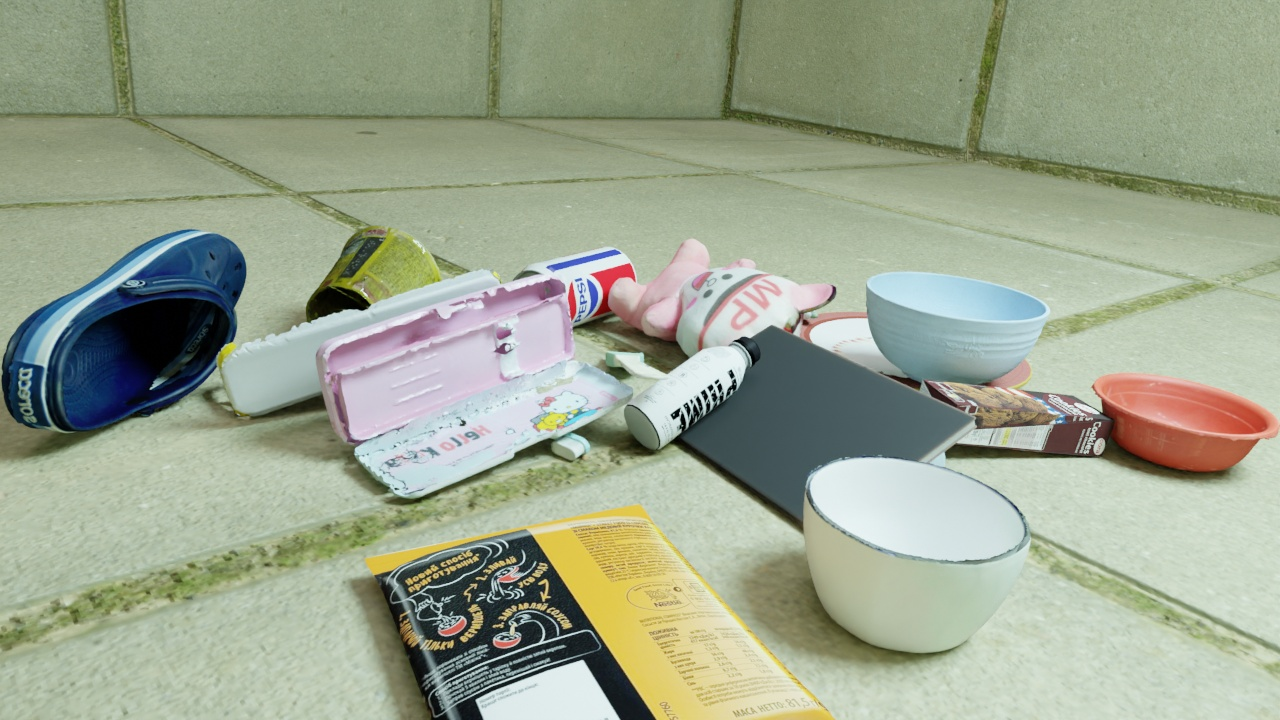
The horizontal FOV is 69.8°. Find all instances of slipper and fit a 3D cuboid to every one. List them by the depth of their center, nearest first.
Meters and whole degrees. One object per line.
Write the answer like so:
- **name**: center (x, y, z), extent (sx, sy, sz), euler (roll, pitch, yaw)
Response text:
- **slipper**: center (-0.348, -0.018, 0.670), extent (0.095, 0.105, 0.252), euler (7, 24, 1)

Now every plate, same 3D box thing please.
- **plate**: center (0.253, -0.004, 0.881), extent (0.230, 0.021, 0.229), euler (4, 20, -2)

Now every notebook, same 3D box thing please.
- **notebook**: center (0.111, 0.041, 0.665), extent (0.141, 0.008, 0.209), euler (-31, 34, -20)

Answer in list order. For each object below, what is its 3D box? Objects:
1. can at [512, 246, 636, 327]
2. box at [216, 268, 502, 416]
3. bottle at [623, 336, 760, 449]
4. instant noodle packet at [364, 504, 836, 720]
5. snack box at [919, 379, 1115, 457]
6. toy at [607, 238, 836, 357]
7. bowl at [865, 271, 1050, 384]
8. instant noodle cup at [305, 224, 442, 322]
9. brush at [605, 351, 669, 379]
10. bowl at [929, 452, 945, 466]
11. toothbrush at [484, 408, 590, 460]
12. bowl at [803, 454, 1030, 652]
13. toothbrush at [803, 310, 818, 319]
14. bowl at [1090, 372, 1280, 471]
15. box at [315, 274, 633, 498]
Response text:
- **can**: center (-0.065, -0.071, 0.924), extent (0.070, 0.070, 0.131), euler (17, 23, 30)
- **box**: center (-0.211, -0.026, 0.691), extent (0.209, 0.080, 0.084), euler (-19, 42, -25)
- **bottle**: center (0.043, 0.019, 0.683), extent (0.115, 0.041, 0.041), euler (-34, 38, -26)
- **instant noodle packet**: center (-0.025, 0.132, 0.424), extent (0.159, 0.032, 0.221), euler (-7, 23, -25)
- **snack box**: center (0.291, 0.045, 0.718), extent (0.140, 0.032, 0.051), euler (6, 19, -15)
- **toy**: center (0.071, -0.046, 0.860), extent (0.141, 0.084, 0.213), euler (-33, 31, -25)
- **bowl**: center (0.263, -0.022, 0.787), extent (0.150, 0.075, 0.150), euler (5, 19, -2)
- **instant noodle cup**: center (-0.243, -0.057, 0.825), extent (0.102, 0.102, 0.108), euler (7, 29, 6)
- **brush**: center (-0.004, 0.004, 0.733), extent (0.033, 0.012, 0.217), euler (2, 4, -8)
- **bowl**: center (0.174, 0.053, 0.680), extent (0.106, 0.039, 0.106), euler (4, 20, -2)
- **toothbrush**: center (-0.112, 0.039, 0.688), extent (0.181, 0.016, 0.016), euler (19, 33, 33)
- **bowl**: center (0.141, 0.104, 0.491), extent (0.116, 0.066, 0.116), euler (4, 20, -2)
- **toothbrush**: center (0.145, -0.064, 0.992), extent (0.016, 0.017, 0.189), euler (-8, 14, -16)
- **bowl**: center (0.426, 0.053, 0.730), extent (0.130, 0.045, 0.130), euler (4, 20, -2)
- **box**: center (-0.107, 0.011, 0.637), extent (0.201, 0.101, 0.103), euler (-22, 26, -38)
